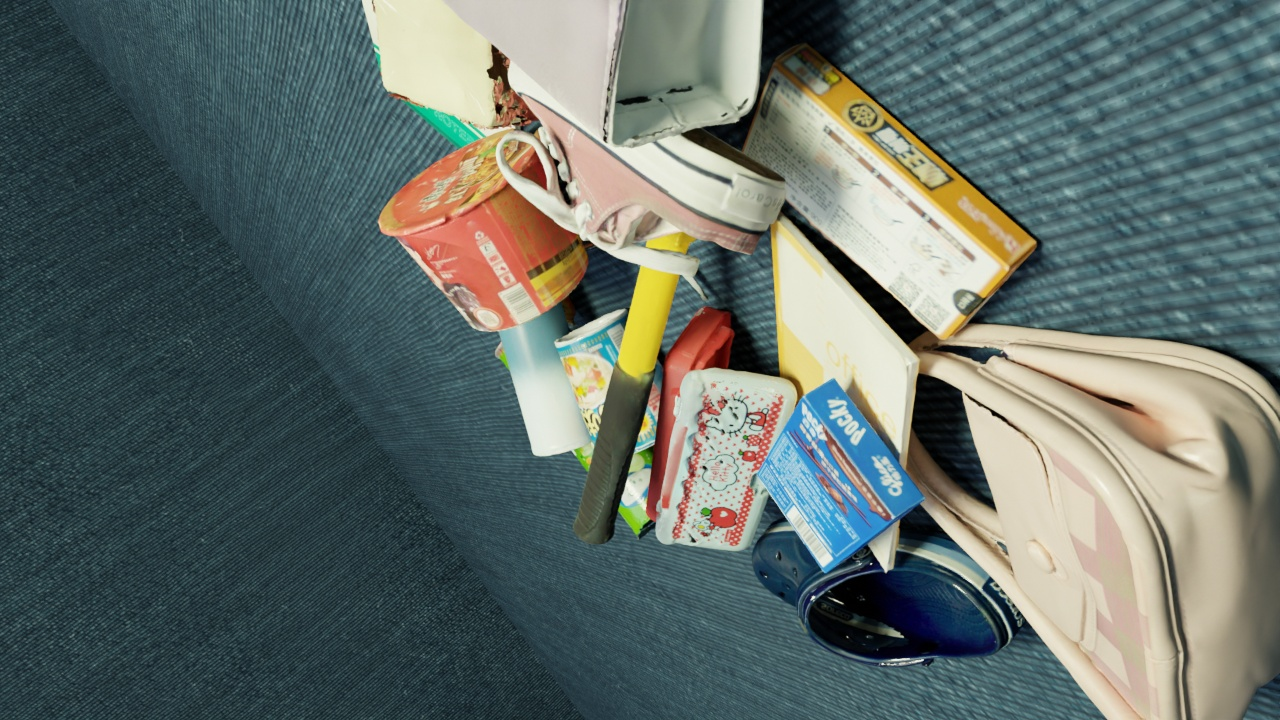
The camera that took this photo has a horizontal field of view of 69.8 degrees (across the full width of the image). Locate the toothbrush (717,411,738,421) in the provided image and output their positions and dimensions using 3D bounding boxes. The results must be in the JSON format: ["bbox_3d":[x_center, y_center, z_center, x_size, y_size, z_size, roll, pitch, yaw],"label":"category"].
[{"bbox_3d":[0.102,0.065,0.725,0.190,0.029,0.020,28,106,46],"label":"toothbrush"}]

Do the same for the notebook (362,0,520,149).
[{"bbox_3d":[-0.171,-0.243,0.795,0.209,0.012,0.151,42,156,20],"label":"notebook"}]

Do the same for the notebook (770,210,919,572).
[{"bbox_3d":[0.123,0.024,0.577,0.206,0.010,0.145,78,166,-47],"label":"notebook"}]

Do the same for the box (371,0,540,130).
[{"bbox_3d":[-0.129,-0.216,0.641,0.168,0.077,0.091,29,129,43],"label":"box"}]

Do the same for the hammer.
[{"bbox_3d":[-0.004,0.004,0.630,0.129,0.032,0.301,41,129,40],"label":"hammer"}]

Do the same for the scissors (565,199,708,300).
[{"bbox_3d":[-0.031,-0.128,0.685,0.233,0.021,0.221,53,158,-1],"label":"scissors"}]

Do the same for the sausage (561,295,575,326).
[{"bbox_3d":[-0.107,-0.102,0.867,0.165,0.021,0.021,57,157,-13],"label":"sausage"}]

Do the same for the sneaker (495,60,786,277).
[{"bbox_3d":[-0.017,-0.108,0.512,0.241,0.118,0.088,46,117,44],"label":"sneaker"}]

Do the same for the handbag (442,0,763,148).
[{"bbox_3d":[-0.025,-0.209,0.428,0.197,0.098,0.145,47,151,39],"label":"handbag"}]

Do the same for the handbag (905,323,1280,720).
[{"bbox_3d":[0.204,0.066,0.479,0.234,0.093,0.193,37,156,56],"label":"handbag"}]

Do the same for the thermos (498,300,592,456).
[{"bbox_3d":[-0.098,-0.025,0.833,0.070,0.070,0.220,1,108,62],"label":"thermos"}]

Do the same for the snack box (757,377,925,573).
[{"bbox_3d":[0.119,0.078,0.576,0.084,0.026,0.157,56,164,18],"label":"snack box"}]

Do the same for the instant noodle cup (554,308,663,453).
[{"bbox_3d":[-0.020,0.018,0.800,0.099,0.099,0.110,-6,111,64],"label":"instant noodle cup"}]

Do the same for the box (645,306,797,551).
[{"bbox_3d":[0.063,0.067,0.699,0.100,0.095,0.202,24,138,16],"label":"box"}]

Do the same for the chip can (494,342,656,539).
[{"bbox_3d":[-0.047,0.063,0.913,0.236,0.072,0.072,51,158,11],"label":"chip can"}]

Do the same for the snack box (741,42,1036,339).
[{"bbox_3d":[0.118,-0.084,0.465,0.153,0.026,0.075,46,157,14],"label":"snack box"}]

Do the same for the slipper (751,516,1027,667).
[{"bbox_3d":[0.168,0.180,0.681,0.105,0.095,0.253,59,153,-10],"label":"slipper"}]

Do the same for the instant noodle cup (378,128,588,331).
[{"bbox_3d":[-0.112,-0.095,0.700,0.138,0.137,0.108,20,146,51],"label":"instant noodle cup"}]
